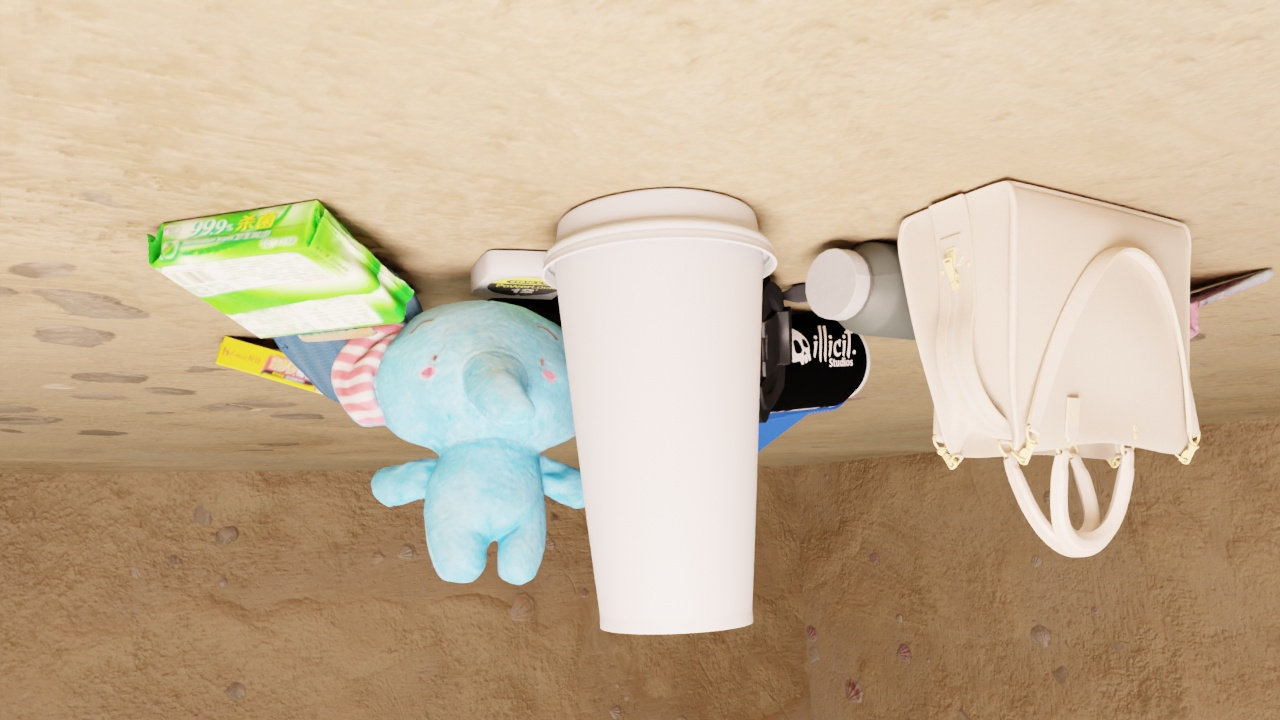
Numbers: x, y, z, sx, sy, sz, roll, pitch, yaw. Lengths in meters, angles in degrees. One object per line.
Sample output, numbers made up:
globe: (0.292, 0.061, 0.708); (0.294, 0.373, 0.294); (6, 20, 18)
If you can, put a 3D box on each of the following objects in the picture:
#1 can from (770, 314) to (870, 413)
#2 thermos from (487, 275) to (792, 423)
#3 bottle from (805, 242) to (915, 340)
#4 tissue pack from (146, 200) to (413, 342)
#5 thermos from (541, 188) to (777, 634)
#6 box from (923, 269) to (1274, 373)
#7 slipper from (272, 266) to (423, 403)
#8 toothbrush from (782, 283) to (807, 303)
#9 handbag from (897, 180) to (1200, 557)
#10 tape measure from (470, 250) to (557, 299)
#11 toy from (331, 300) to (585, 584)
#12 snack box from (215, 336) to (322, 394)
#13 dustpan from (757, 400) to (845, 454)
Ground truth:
can: (0.117, 0.002, 0.755); (0.145, 0.080, 0.080); (-2, 172, -41)
thermos: (-0.008, -0.010, 0.652); (0.219, 0.105, 0.105); (0, 172, 16)
bottle: (0.160, -0.044, 0.589); (0.108, 0.060, 0.060); (4, 169, -34)
tissue pack: (-0.197, -0.046, 0.510); (0.114, 0.034, 0.099); (-6, 154, 15)
thermos: (0.014, 0.030, 0.504); (0.131, 0.221, 0.131); (-3, 171, -1)
box: (0.374, -0.020, 0.776); (0.180, 0.050, 0.233); (-8, 173, -15)
slipper: (-0.201, -0.020, 0.648); (0.103, 0.059, 0.214); (3, 156, -9)
toothbrush: (0.056, -0.042, 0.715); (0.188, 0.014, 0.017); (-7, 177, 26)
handbag: (0.247, 0.012, 0.531); (0.194, 0.197, 0.101); (4, 169, -32)
tape measure: (-0.075, -0.054, 0.593); (0.064, 0.016, 0.065); (1, 170, -19)
toy: (-0.091, 0.039, 0.545); (0.183, 0.180, 0.115); (4, 148, -16)
snack box: (-0.278, 0.016, 0.792); (0.152, 0.025, 0.075); (15, 173, 9)
dustpan: (0.073, 0.080, 1.050); (0.257, 0.059, 0.246); (6, 154, -17)
